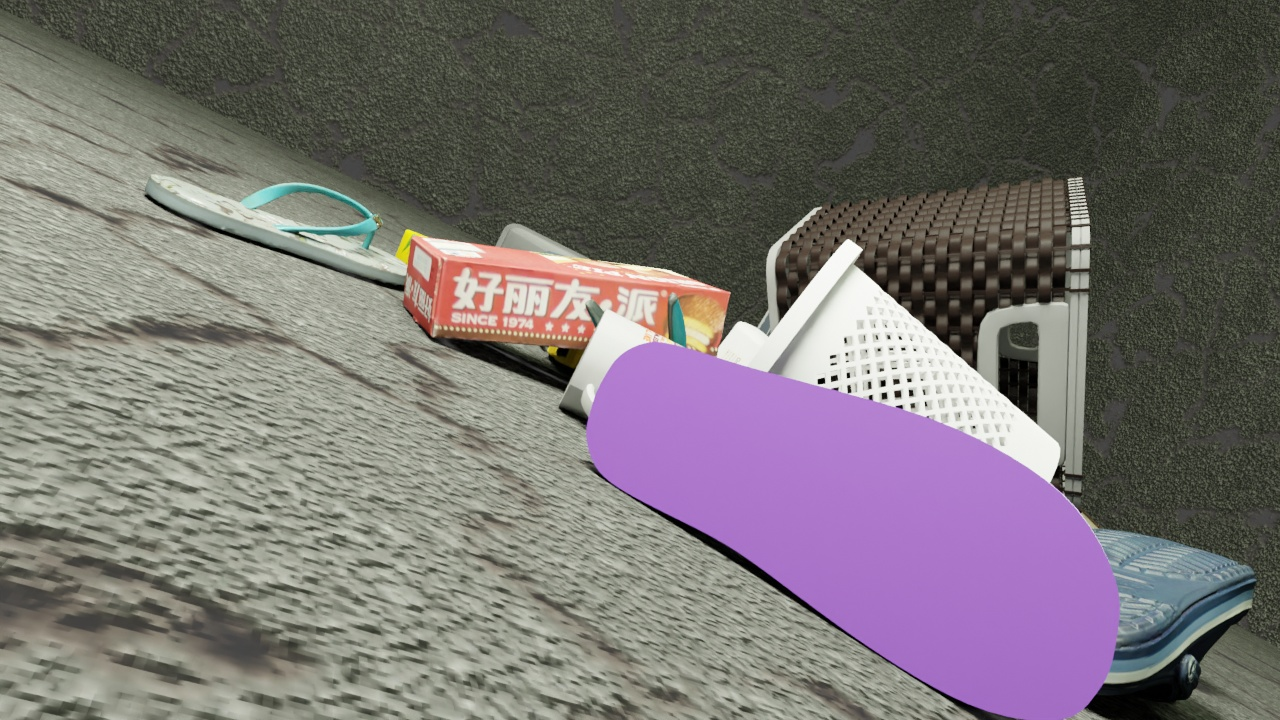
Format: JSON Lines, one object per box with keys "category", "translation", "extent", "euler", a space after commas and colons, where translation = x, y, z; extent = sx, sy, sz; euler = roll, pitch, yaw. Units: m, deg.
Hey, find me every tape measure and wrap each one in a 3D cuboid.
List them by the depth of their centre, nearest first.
{"category": "tape measure", "translation": [-0.046, -0.004, 0.832], "extent": [0.071, 0.042, 0.072], "euler": [26, 0, -12]}

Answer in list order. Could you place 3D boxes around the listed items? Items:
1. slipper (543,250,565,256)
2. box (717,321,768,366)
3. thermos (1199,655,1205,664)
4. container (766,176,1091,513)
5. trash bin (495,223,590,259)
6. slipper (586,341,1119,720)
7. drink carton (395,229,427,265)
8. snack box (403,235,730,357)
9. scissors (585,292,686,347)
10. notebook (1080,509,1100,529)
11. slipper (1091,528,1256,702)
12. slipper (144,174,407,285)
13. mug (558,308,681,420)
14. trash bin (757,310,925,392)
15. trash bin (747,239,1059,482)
{"category": "slipper", "translation": [-0.047, -0.060, 0.998], "extent": [0.263, 0.082, 0.101], "euler": [34, -11, -18]}
{"category": "box", "translation": [0.146, 0.047, 1.022], "extent": [0.137, 0.108, 0.128], "euler": [45, 11, 30]}
{"category": "thermos", "translation": [0.418, 0.202, 0.874], "extent": [0.231, 0.082, 0.082], "euler": [29, 5, 29]}
{"category": "container", "translation": [0.269, -0.022, 0.841], "extent": [0.244, 0.247, 0.244], "euler": [1, 20, 24]}
{"category": "trash bin", "translation": [-0.074, -0.077, 1.175], "extent": [0.191, 0.097, 0.220], "euler": [24, 7, -34]}
{"category": "slipper", "translation": [0.103, 0.070, 0.466], "extent": [0.267, 0.107, 0.084], "euler": [24, 3, 27]}
{"category": "drink carton", "translation": [-0.203, -0.094, 0.967], "extent": [0.058, 0.043, 0.135], "euler": [19, 8, -45]}
{"category": "snack box", "translation": [-0.058, -0.049, 0.727], "extent": [0.236, 0.060, 0.113], "euler": [4, 13, -26]}
{"category": "scissors", "translation": [0.012, 0.001, 0.683], "extent": [0.156, 0.125, 0.019], "euler": [34, 45, -16]}
{"category": "notebook", "translation": [0.414, 0.172, 0.968], "extent": [0.249, 0.014, 0.179], "euler": [39, -20, -22]}
{"category": "slipper", "translation": [0.316, 0.175, 0.603], "extent": [0.252, 0.095, 0.105], "euler": [-1, 8, -43]}
{"category": "slipper", "translation": [-0.265, -0.111, 0.746], "extent": [0.098, 0.055, 0.268], "euler": [31, 7, 22]}
{"category": "mug", "translation": [-0.002, 0.024, 0.621], "extent": [0.089, 0.074, 0.105], "euler": [26, 30, -4]}
{"category": "trash bin", "translation": [0.234, 0.044, 1.181], "extent": [0.227, 0.164, 0.164], "euler": [31, 5, 6]}
{"category": "trash bin", "translation": [0.173, 0.050, 0.664], "extent": [0.199, 0.195, 0.195], "euler": [37, 6, 8]}
